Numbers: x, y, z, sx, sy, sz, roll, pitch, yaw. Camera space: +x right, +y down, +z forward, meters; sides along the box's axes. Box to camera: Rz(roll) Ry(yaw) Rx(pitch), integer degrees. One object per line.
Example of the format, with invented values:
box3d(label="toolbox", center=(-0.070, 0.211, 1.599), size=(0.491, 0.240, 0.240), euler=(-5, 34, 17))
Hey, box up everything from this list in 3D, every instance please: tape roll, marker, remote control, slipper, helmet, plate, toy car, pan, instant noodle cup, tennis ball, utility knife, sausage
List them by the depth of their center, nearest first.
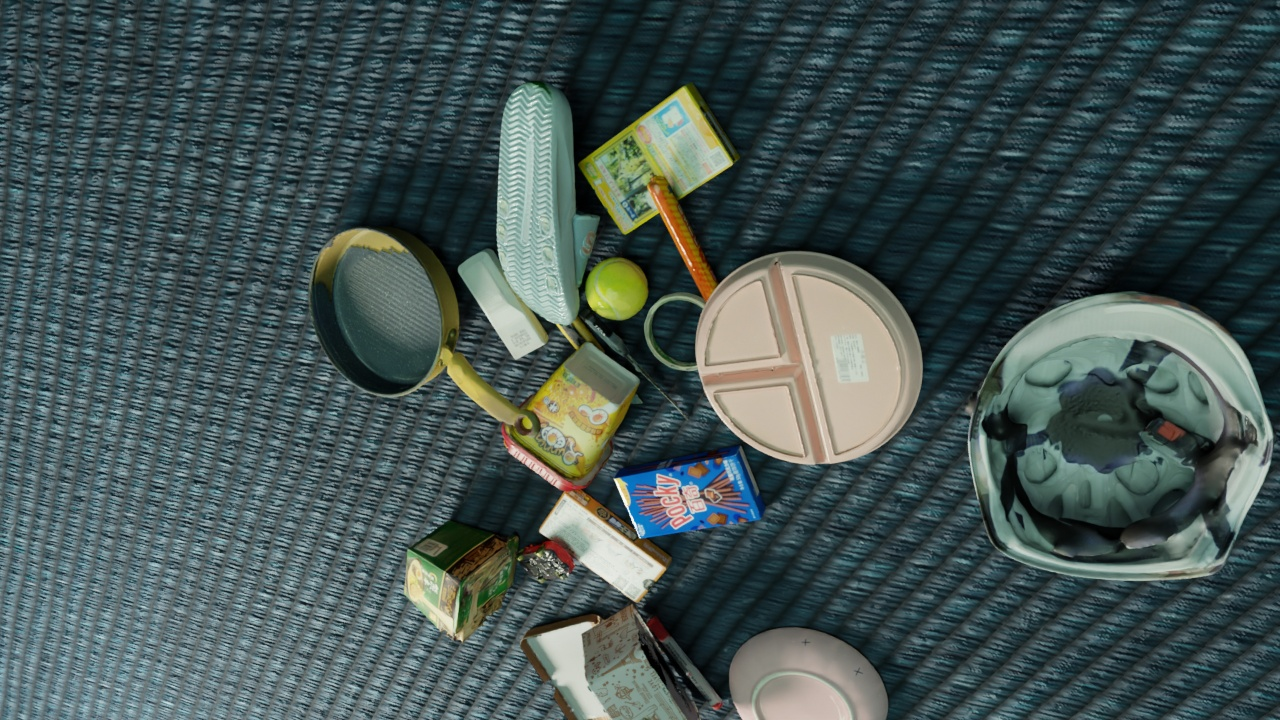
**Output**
box3d(label="helmet", center=(0.405, 0.055, 0.802), size=(0.229, 0.145, 0.259), euler=(-1, 104, 20))
box3d(label="plate", center=(0.159, 0.005, 0.907), size=(0.230, 0.028, 0.230), euler=(10, 116, 21))
box3d(label="sausage", center=(0.046, -0.116, 0.909), size=(0.021, 0.021, 0.165), euler=(-14, 125, 25))
box3d(label="slipper", center=(-0.091, -0.156, 0.926), size=(0.104, 0.074, 0.246), euler=(22, 122, 38))
box3d(label="tennis ball", center=(-0.025, -0.074, 0.951), size=(0.065, 0.065, 0.065), euler=(8, 116, 17))
box3d(label="tape roll", center=(0.046, -0.030, 0.975), size=(0.086, 0.013, 0.086), euler=(8, 116, 17))
box3d(label="instant noodle cup", center=(-0.070, 0.057, 1.000), size=(0.116, 0.115, 0.124), euler=(36, 119, 2))
box3d(label="pan", center=(-0.238, -0.017, 1.016), size=(0.357, 0.078, 0.198), euler=(28, 117, 18))
box3d(label="utility knife", center=(-0.072, -0.034, 1.016), size=(0.033, 0.015, 0.223), euler=(-34, 99, 32))
box3d(label="remote control", center=(-0.156, -0.063, 1.030), size=(0.049, 0.024, 0.125), euler=(-27, 102, 29))
box3d(label="plate", center=(0.197, 0.410, 1.103), size=(0.192, 0.038, 0.193), euler=(8, 116, 17))
box3d(label="toy car", center=(-0.120, 0.249, 1.144), size=(0.049, 0.031, 0.107), euler=(48, 145, -9))
box3d(label="marker", center=(0.057, 0.382, 1.156), size=(0.017, 0.017, 0.145), euler=(-33, 99, 29))

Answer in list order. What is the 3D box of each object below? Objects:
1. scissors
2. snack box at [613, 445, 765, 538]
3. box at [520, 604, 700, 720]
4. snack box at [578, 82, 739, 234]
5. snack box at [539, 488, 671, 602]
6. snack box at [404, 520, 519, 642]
box3d(label="scissors", center=(-0.006, 0.005, 0.980), size=(0.014, 0.164, 0.164), euler=(-44, 62, -3))
box3d(label="snack box", center=(0.054, 0.152, 1.046), size=(0.157, 0.026, 0.084), euler=(-14, 108, 26))
box3d(label="box", center=(-0.027, 0.410, 1.159), size=(0.270, 0.135, 0.179), euler=(-11, 113, 57))
box3d(label="snack box", center=(0.017, -0.196, 0.900), size=(0.141, 0.033, 0.087), euler=(-30, 100, 28))
box3d(label="snack box", center=(-0.044, 0.223, 1.116), size=(0.154, 0.026, 0.075), euler=(36, 121, 3))
box3d(label="snack box", center=(-0.236, 0.271, 1.168), size=(0.106, 0.118, 0.118), euler=(24, 120, 21))
